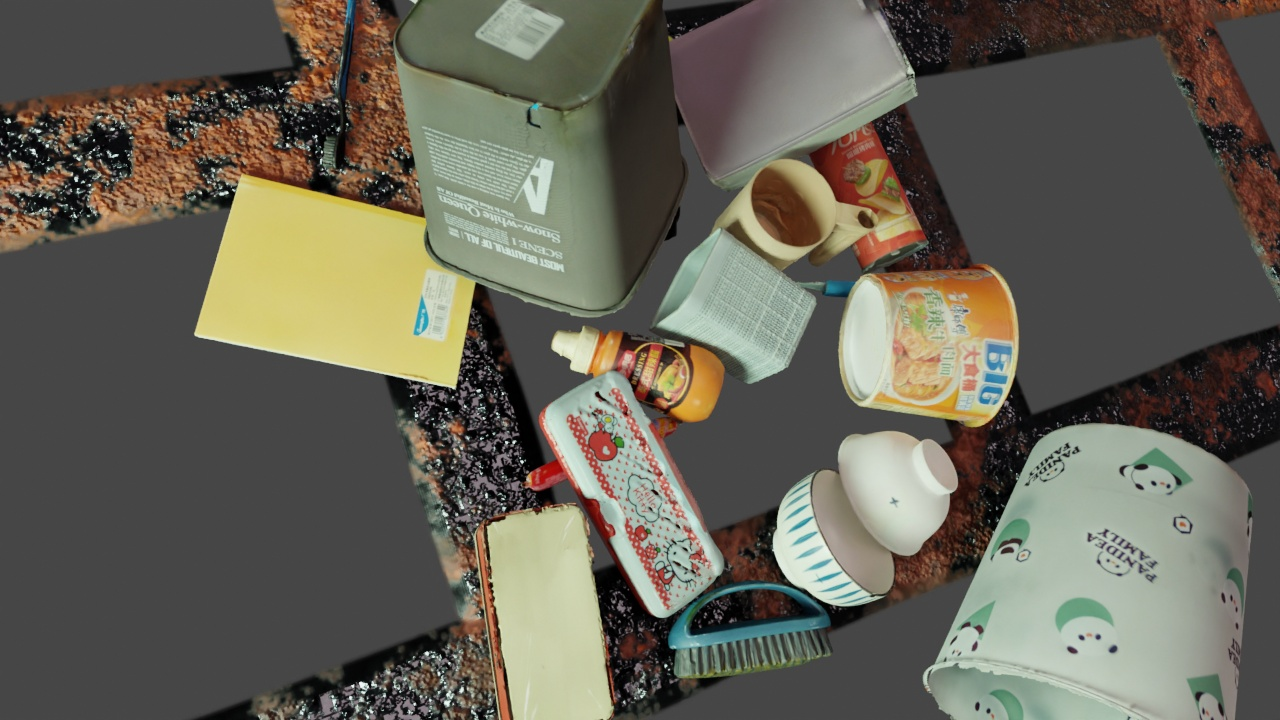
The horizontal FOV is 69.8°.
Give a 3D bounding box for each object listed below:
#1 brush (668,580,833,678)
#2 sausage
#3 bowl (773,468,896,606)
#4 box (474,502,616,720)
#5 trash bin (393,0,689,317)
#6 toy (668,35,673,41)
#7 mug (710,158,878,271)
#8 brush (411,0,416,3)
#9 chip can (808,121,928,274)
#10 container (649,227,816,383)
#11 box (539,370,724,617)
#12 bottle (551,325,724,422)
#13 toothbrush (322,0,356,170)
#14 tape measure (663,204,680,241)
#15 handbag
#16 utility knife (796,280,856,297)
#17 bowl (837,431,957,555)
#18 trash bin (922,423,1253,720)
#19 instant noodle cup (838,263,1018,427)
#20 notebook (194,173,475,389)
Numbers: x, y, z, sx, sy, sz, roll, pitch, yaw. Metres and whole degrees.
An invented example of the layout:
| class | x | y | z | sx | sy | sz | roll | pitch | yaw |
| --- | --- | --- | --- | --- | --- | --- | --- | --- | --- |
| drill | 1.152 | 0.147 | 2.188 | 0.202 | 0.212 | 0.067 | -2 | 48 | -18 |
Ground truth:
| class | x | y | z | sx | sy | sz | roll | pitch | yaw |
| --- | --- | --- | --- | --- | --- | --- | --- | --- | --- |
| brush | 0.091 | 0.222 | 0.766 | 0.143 | 0.055 | 0.073 | -4 | 77 | -18 |
| sausage | -0.031 | 0.078 | 0.786 | 0.155 | 0.020 | 0.020 | -22 | 83 | -21 |
| bowl | 0.157 | 0.158 | 0.787 | 0.116 | 0.066 | 0.116 | 35 | 36 | -30 |
| box | -0.072 | 0.199 | 0.711 | 0.091 | 0.077 | 0.168 | -7 | 78 | -18 |
| trash bin | -0.073 | -0.181 | 0.705 | 0.199 | 0.220 | 0.198 | 19 | 65 | 10 |
| toy | -0.009 | -0.326 | 0.894 | 0.100 | 0.031 | 0.096 | 45 | 70 | -2 |
| mug | 0.137 | -0.121 | 0.845 | 0.124 | 0.104 | 0.084 | 8 | 73 | -15 |
| brush | -0.081 | -0.290 | 0.855 | 0.314 | 0.061 | 0.109 | 25 | 75 | -12 |
| chip can | 0.207 | -0.196 | 0.905 | 0.073 | 0.073 | 0.216 | -21 | 84 | -21 |
| container | 0.084 | -0.043 | 0.818 | 0.111 | 0.090 | 0.090 | 31 | 69 | -10 |
| box | -0.004 | 0.109 | 0.756 | 0.086 | 0.048 | 0.201 | -30 | 95 | -21 |
| bottle | -0.005 | 0.005 | 0.795 | 0.149 | 0.067 | 0.066 | 18 | 71 | -4 |
| toothbrush | -0.263 | -0.253 | 0.807 | 0.016 | 0.014 | 0.189 | -2 | 74 | 7 |
| tape measure | 0.008 | -0.142 | 0.836 | 0.039 | 0.057 | 0.058 | -25 | 50 | -22 |
| handbag | 0.131 | -0.262 | 0.838 | 0.197 | 0.098 | 0.145 | -24 | 87 | 18 |
| utility knife | 0.224 | -0.069 | 0.897 | 0.185 | 0.034 | 0.018 | 2 | 83 | -15 |
| bowl | 0.238 | 0.105 | 0.810 | 0.118 | 0.065 | 0.118 | 29 | 42 | -30 |
| trash bin | 0.395 | 0.206 | 0.782 | 0.229 | 0.230 | 0.251 | 34 | 64 | -6 |
| instant noodle cup | 0.254 | -0.016 | 0.837 | 0.111 | 0.151 | 0.151 | 3 | 75 | -8 |
| notebook | -0.243 | -0.065 | 0.764 | 0.206 | 0.010 | 0.145 | 12 | 72 | -14 |
